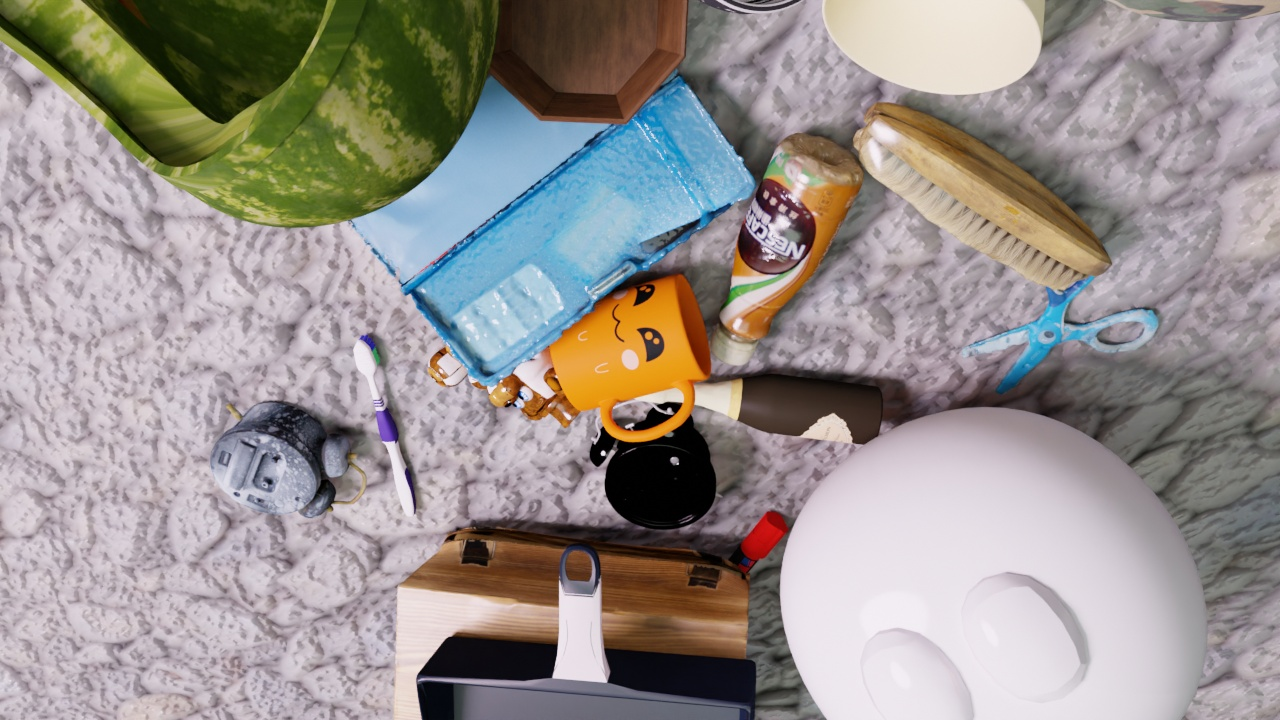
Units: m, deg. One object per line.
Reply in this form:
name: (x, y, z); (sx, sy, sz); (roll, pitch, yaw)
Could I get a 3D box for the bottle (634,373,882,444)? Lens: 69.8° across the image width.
bottle: (0.086, 0.031, 0.695); (0.184, 0.045, 0.045); (7, 124, 1)

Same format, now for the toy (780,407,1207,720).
toy: (0.242, 0.166, 0.643); (0.263, 0.280, 0.265); (-37, 78, 24)

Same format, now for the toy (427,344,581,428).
toy: (-0.095, 0.010, 0.690); (0.112, 0.067, 0.087); (40, 144, -6)

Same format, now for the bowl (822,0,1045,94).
bowl: (0.169, -0.212, 0.504); (0.118, 0.118, 0.074); (23, 80, -10)

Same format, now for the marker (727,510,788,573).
marker: (0.083, 0.189, 0.814); (0.023, 0.021, 0.145); (45, 124, 21)

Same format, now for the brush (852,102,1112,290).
brush: (0.219, -0.102, 0.587); (0.195, 0.059, 0.043); (27, 133, -14)

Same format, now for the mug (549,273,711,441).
mug: (-0.004, 0.004, 0.650); (0.096, 0.112, 0.077); (-15, 158, 15)

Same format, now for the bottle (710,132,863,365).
bottle: (0.090, -0.068, 0.622); (0.059, 0.059, 0.167); (18, 126, -6)

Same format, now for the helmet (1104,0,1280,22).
helmet: (0.287, -0.261, 0.389); (0.224, 0.192, 0.236); (9, 152, 16)

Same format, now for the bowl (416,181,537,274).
bowl: (-0.114, -0.081, 0.647); (0.122, 0.035, 0.122); (3, 124, 4)

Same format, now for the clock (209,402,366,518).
clock: (-0.293, 0.087, 0.767); (0.129, 0.052, 0.090); (27, 122, -11)

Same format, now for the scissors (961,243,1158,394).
scissors: (0.294, -0.032, 0.655); (0.137, 0.012, 0.127); (-14, 122, 16)

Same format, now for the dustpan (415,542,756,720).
dustpan: (-0.038, 0.253, 0.650); (0.236, 0.080, 0.273); (2, 96, 8)

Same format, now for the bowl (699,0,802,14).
bowl: (0.049, -0.250, 0.493); (0.120, 0.066, 0.120); (-9, 112, -24)

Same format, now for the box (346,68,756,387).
box: (-0.064, -0.113, 0.593); (0.232, 0.033, 0.174); (-35, 105, 9)

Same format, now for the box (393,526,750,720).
box: (-0.048, 0.268, 0.800); (0.279, 0.220, 0.259); (5, 98, 9)

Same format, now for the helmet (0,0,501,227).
helmet: (-0.182, -0.195, 0.454); (0.214, 0.242, 0.247); (-23, 114, 22)

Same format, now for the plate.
plate: (-0.035, -0.204, 0.543); (0.131, 0.025, 0.131); (1, 102, 3)

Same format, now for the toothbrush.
toothbrush: (-0.209, 0.059, 0.762); (0.015, 0.016, 0.187); (-1, 126, 6)

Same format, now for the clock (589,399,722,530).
clock: (0.012, 0.080, 0.737); (0.091, 0.042, 0.121); (-23, 118, 19)
